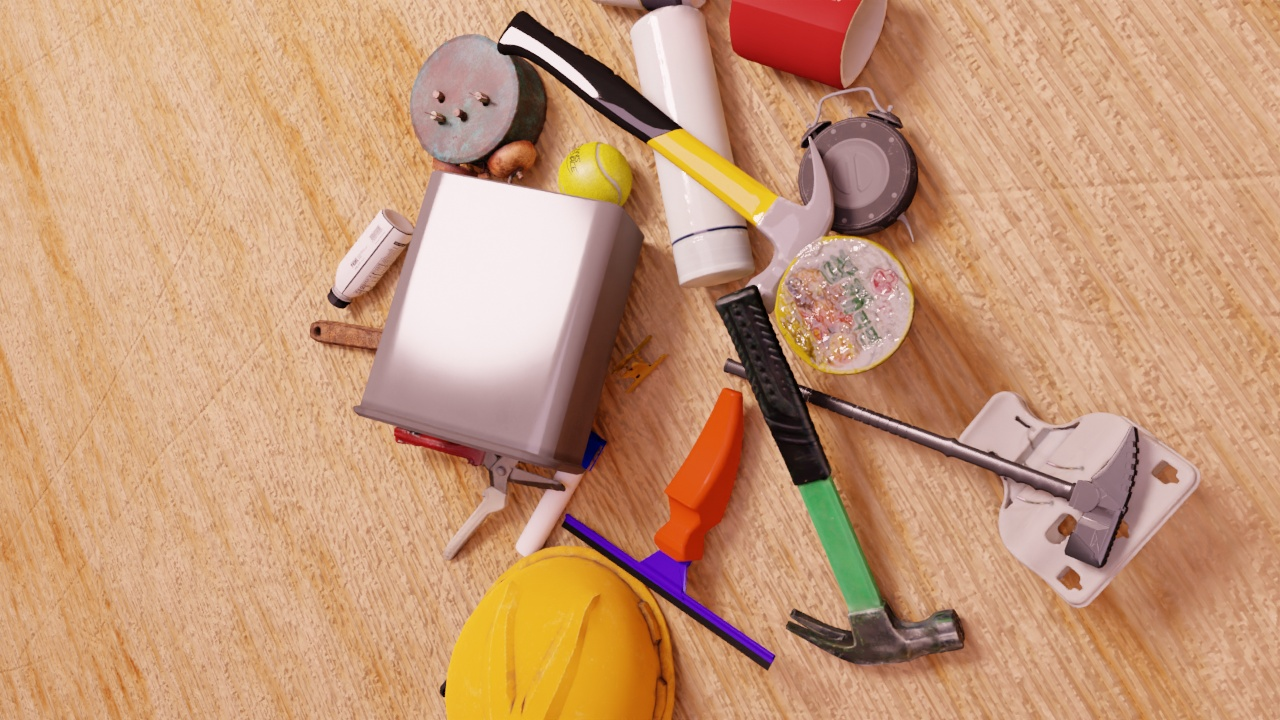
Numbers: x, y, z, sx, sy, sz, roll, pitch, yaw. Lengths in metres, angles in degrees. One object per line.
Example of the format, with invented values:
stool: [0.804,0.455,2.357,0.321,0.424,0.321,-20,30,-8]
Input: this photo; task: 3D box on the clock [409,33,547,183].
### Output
clock: [-0.154,-0.224,0.865,0.121,0.073,0.157,-3,90,25]

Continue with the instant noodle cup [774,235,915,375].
instant noodle cup: [0.165,-0.041,0.697,0.102,0.108,0.102,0,90,25]

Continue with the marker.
marker: [-0.075,0.126,0.857,0.027,0.023,0.133,30,103,1]

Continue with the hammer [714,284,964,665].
hammer: [0.133,0.093,0.710,0.130,0.032,0.319,-19,100,27]

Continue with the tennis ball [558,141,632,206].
tennis ball: [-0.040,-0.160,0.816,0.065,0.065,0.065,0,90,25]

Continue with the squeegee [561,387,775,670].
squeegee: [0.050,0.112,0.782,0.250,0.055,0.185,26,101,40]

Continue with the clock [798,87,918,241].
clock: [0.173,-0.150,0.729,0.091,0.043,0.122,-7,87,25]

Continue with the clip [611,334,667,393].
clip: [-0.004,0.006,0.815,0.046,0.048,0.054,38,109,-23]

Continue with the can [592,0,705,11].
can: [-0.004,-0.341,0.799,0.127,0.064,0.064,18,97,24]

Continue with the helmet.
helmet: [-0.083,0.284,0.769,0.205,0.131,0.255,5,79,13]

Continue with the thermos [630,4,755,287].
thermos: [0.044,-0.178,0.777,0.068,0.067,0.230,-14,84,24]

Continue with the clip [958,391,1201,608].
clip: [0.309,0.088,0.666,0.127,0.110,0.150,-55,38,14]

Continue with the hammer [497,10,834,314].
hammer: [0.015,-0.183,0.736,0.323,0.029,0.127,39,96,12]

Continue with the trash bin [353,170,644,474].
trash bin: [-0.117,-0.033,0.793,0.192,0.097,0.219,13,83,16]

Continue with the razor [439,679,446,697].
razor: [-0.110,0.329,0.860,0.156,0.057,0.060,15,55,23]

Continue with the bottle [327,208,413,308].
bottle: [-0.281,-0.101,0.942,0.116,0.041,0.041,-47,72,18]

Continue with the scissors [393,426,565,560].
scissors: [-0.159,0.123,0.880,0.199,0.015,0.179,17,112,23]

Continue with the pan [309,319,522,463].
pan: [-0.200,-0.011,0.909,0.357,0.040,0.207,7,93,23]

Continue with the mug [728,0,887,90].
mug: [0.141,-0.285,0.729,0.096,0.080,0.116,26,72,22]

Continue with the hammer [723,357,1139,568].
hammer: [0.198,0.045,0.695,0.325,0.015,0.095,21,97,37]
